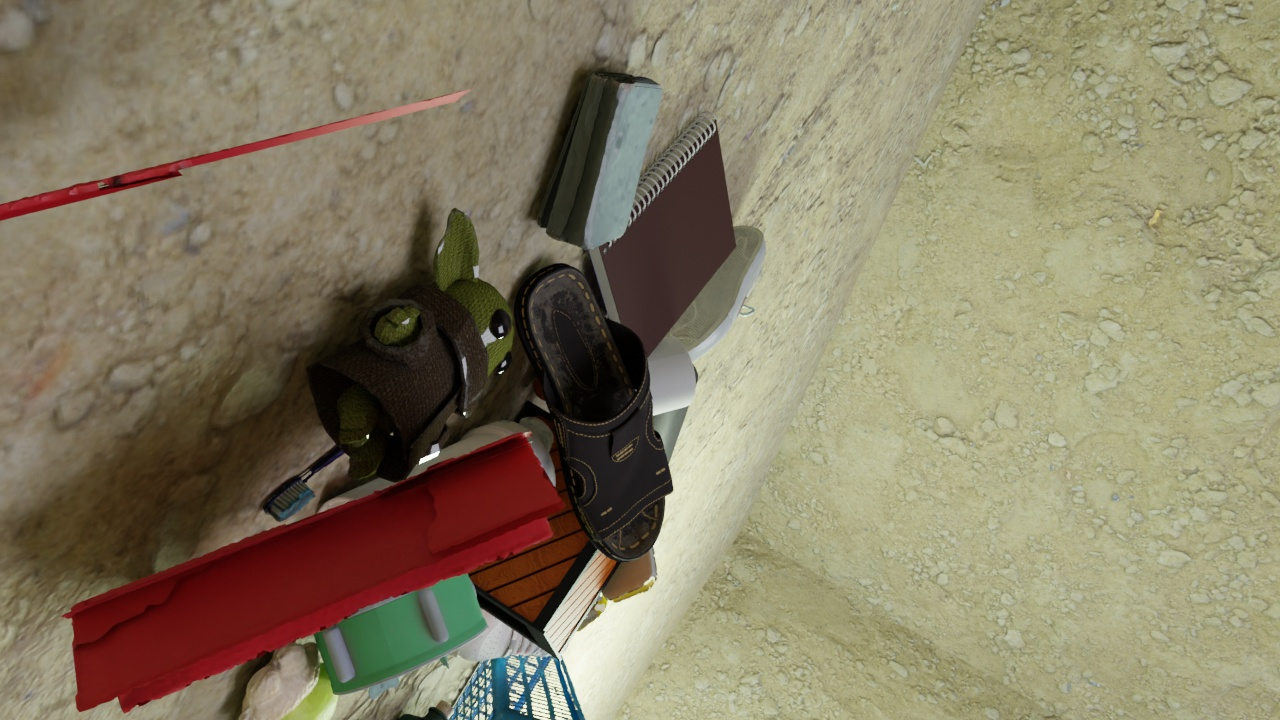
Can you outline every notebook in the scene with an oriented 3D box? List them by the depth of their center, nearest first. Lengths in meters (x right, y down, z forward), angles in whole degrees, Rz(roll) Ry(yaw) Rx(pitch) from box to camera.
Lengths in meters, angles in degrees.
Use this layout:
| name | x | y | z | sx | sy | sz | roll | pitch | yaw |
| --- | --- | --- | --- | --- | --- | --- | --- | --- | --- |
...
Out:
| name | x | y | z | sx | sy | sz | roll | pitch | yaw |
| --- | --- | --- | --- | --- | --- | --- | --- | --- | --- |
| notebook | 0.029 | -0.118 | 0.909 | 0.208 | 0.022 | 0.172 | -51 | 144 | -31 |

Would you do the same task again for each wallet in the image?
| name | x | y | z | sx | sy | sz | roll | pitch | yaw |
| --- | --- | --- | --- | --- | --- | --- | --- | --- | --- |
| wallet | -0.028 | -0.155 | 0.702 | 0.100 | 0.054 | 0.132 | -46 | 158 | -69 |

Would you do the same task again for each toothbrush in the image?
| name | x | y | z | sx | sy | sz | roll | pitch | yaw |
| --- | --- | --- | --- | --- | --- | --- | --- | --- | --- |
| toothbrush | -0.181 | 0.048 | 0.632 | 0.188 | 0.017 | 0.016 | -45 | 158 | -43 |

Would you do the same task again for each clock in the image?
| name | x | y | z | sx | sy | sz | roll | pitch | yaw |
| --- | --- | --- | --- | --- | --- | --- | --- | --- | --- |
| clock | -0.185 | 0.208 | 0.723 | 0.122 | 0.075 | 0.162 | -21 | 176 | -7 |

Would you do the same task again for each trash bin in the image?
| name | x | y | z | sx | sy | sz | roll | pitch | yaw |
| --- | --- | --- | --- | --- | --- | --- | --- | --- | --- |
| trash bin | -0.093 | 0.168 | 0.893 | 0.171 | 0.140 | 0.140 | -55 | 163 | -22 |

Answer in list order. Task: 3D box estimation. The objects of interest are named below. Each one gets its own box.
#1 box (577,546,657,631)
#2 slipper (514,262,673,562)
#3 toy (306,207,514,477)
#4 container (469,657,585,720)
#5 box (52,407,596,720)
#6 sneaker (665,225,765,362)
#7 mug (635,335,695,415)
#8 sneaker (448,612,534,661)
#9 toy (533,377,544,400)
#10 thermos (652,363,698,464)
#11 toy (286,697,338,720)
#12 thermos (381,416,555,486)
| name | x | y | z | sx | sy | sz | roll | pitch | yaw |
| --- | --- | --- | --- | --- | --- | --- | --- | --- | --- |
| box | -0.044 | 0.189 | 1.017 | 0.130 | 0.036 | 0.209 | -35 | -144 | 20 |
| slipper | -0.029 | 0.047 | 0.769 | 0.112 | 0.076 | 0.268 | -28 | 109 | -33 |
| toy | -0.138 | 0.007 | 0.582 | 0.152 | 0.078 | 0.180 | -50 | 158 | -38 |
| container | -0.179 | 0.459 | 1.041 | 0.257 | 0.089 | 0.362 | -59 | -173 | -8 |
| box | -0.156 | 0.107 | 0.477 | 0.214 | 0.153 | 0.165 | -22 | 131 | -17 |
| sneaker | 0.097 | -0.064 | 1.173 | 0.241 | 0.090 | 0.091 | -55 | 149 | -33 |
| mug | -0.006 | 0.006 | 0.963 | 0.096 | 0.079 | 0.112 | -14 | 100 | -24 |
| sneaker | -0.136 | 0.312 | 1.080 | 0.090 | 0.104 | 0.236 | -62 | 164 | 3 |
| toy | -0.057 | -0.003 | 0.856 | 0.094 | 0.065 | 0.128 | -42 | 152 | -31 |
| thermos | 0.006 | 0.101 | 1.201 | 0.081 | 0.082 | 0.241 | -44 | 158 | -46 |
| toy | -0.265 | 0.256 | 0.687 | 0.091 | 0.046 | 0.115 | -47 | 152 | -44 |
| thermos | -0.151 | 0.112 | 0.719 | 0.219 | 0.099 | 0.099 | -19 | 136 | -61 |
